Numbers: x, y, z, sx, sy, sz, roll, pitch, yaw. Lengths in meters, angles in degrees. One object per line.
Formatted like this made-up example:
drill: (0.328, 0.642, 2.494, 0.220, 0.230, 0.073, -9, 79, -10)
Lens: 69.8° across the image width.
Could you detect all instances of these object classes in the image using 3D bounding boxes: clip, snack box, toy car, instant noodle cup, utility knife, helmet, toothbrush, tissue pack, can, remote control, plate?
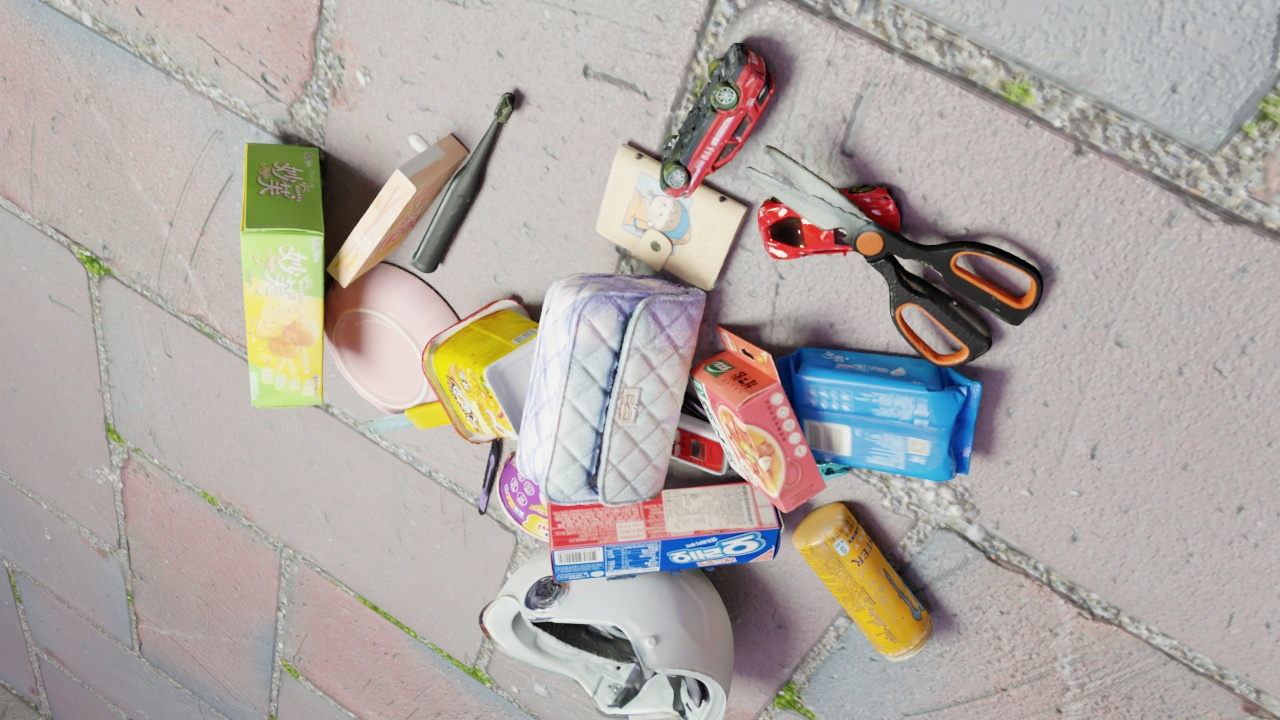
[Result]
clip: (0.158, 0.097, 0.811, 0.056, 0.014, 0.040, -22, 108, 37)
snack box: (-0.221, -0.133, 0.829, 0.026, 0.084, 0.158, 44, 132, -7)
toy car: (0.139, -0.101, 0.679, 0.106, 0.031, 0.049, -2, 120, 28)
snack box: (0.089, 0.046, 0.754, 0.127, 0.044, 0.113, 64, 171, -19)
instant noodle cup: (-0.118, 0.015, 0.828, 0.124, 0.115, 0.116, 12, 131, 59)
utility knife: (-0.197, 0.049, 0.947, 0.207, 0.015, 0.033, -12, 113, 16)
instant noodle cup: (-0.072, 0.106, 0.877, 0.111, 0.111, 0.099, 37, 140, 3)
helmet: (-0.020, 0.255, 0.925, 0.259, 0.145, 0.229, 5, 139, 33)
toothbrush: (-0.005, 0.005, 0.843, 0.181, 0.018, 0.016, 35, 124, 3)
tissue pack: (0.188, 0.041, 0.730, 0.157, 0.052, 0.095, 8, 126, 26)
can: (0.200, 0.199, 0.824, 0.058, 0.058, 0.146, -31, 102, 40)
remote control: (0.021, 0.066, 0.859, 0.136, 0.020, 0.056, 19, 139, 18)
toothbrush: (-0.162, 0.113, 1.010, 0.014, 0.016, 0.189, 37, 135, 19)
plate: (-0.263, -0.009, 0.966, 0.192, 0.038, 0.193, 15, 127, 21)
toothbrush: (-0.157, -0.153, 0.817, 0.026, 0.027, 0.213, 14, 138, -27)
snack box: (-0.343, -0.080, 0.886, 0.070, 0.157, 0.211, -1, 132, -21)
toy car: (0.053, -0.169, 0.667, 0.045, 0.052, 0.121, 24, 129, -18)
snack box: (0.021, 0.155, 0.831, 0.207, 0.058, 0.057, -5, 135, -4)

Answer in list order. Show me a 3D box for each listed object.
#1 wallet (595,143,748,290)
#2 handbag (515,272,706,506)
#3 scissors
wallet: (0.022, -0.113, 0.745, 0.115, 0.024, 0.087, 29, 125, 9)
handbag: (-0.022, 0.028, 0.761, 0.075, 0.134, 0.194, 34, 119, 48)
scissors: (0.183, -0.088, 0.645, 0.163, 0.021, 0.234, -22, 116, 29)
